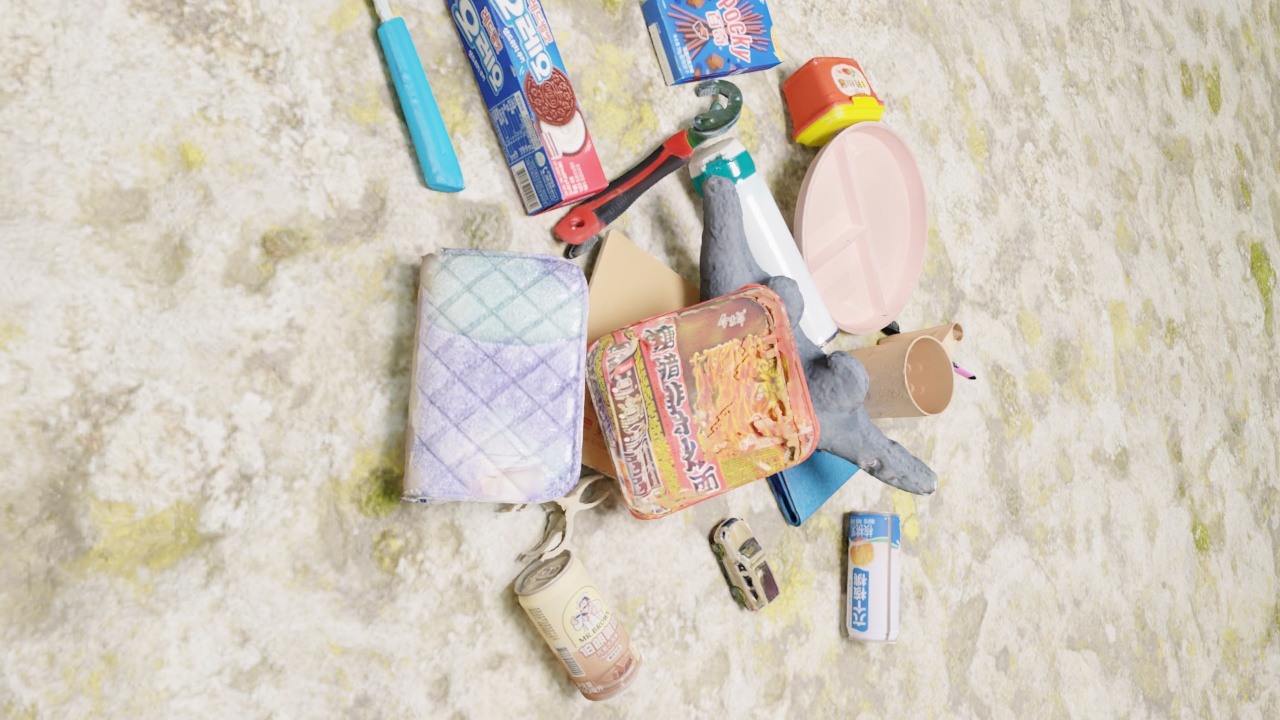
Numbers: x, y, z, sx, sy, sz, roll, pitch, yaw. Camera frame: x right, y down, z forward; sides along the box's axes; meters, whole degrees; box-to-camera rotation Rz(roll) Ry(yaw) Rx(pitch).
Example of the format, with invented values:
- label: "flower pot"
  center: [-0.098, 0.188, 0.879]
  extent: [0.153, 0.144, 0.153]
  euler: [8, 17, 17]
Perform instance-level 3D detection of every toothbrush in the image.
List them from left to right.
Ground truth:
- label: "toothbrush"
  center: [-0.010, -0.153, 0.856]
  extent: [0.188, 0.017, 0.014]
  euler: [-51, 123, -32]
- label: "toothbrush"
  center: [0.349, -0.012, 1.105]
  extent: [0.189, 0.014, 0.017]
  euler: [24, 57, -33]

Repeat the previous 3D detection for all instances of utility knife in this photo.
- label: "utility knife"
  center: [-0.186, -0.230, 0.734]
  extent: [0.034, 0.018, 0.199]
  euler: [-24, 98, -49]

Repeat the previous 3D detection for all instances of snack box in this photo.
- label: "snack box"
  center: [-0.098, -0.231, 0.775]
  extent: [0.058, 0.057, 0.207]
  euler: [-27, 99, -39]
- label: "snack box"
  center: [0.078, -0.334, 0.939]
  extent: [0.156, 0.026, 0.084]
  euler: [-22, 96, -37]
- label: "snack box"
  center: [0.206, -0.282, 1.000]
  extent: [0.091, 0.082, 0.080]
  euler: [-13, 78, -38]

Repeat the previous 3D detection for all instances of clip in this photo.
- label: "clip"
  center: [-0.074, 0.116, 0.759]
  extent: [0.092, 0.035, 0.102]
  euler: [50, 54, -22]

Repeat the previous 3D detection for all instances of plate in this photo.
- label: "plate"
  center: [0.243, -0.144, 1.008]
  extent: [0.229, 0.028, 0.229]
  euler: [-7, 101, -40]

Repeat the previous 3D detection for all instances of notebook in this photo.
- label: "notebook"
  center: [-0.005, 0.005, 0.833]
  extent: [0.147, 0.008, 0.207]
  euler: [30, 67, -36]

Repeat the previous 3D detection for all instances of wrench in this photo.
- label: "wrench"
  center: [0.017, -0.190, 0.864]
  extent: [0.056, 0.016, 0.272]
  euler: [31, 58, 19]

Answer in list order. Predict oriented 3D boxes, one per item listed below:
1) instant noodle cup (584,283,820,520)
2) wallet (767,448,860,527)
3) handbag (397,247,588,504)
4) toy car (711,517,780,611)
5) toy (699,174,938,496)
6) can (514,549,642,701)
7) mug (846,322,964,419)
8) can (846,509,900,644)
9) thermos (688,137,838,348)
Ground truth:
- label: "instant noodle cup"
  center: [0.049, 0.031, 0.792]
  extent: [0.188, 0.079, 0.164]
  euler: [-18, 100, -12]
- label: "wallet"
  center: [0.182, 0.093, 0.952]
  extent: [0.132, 0.040, 0.106]
  euler: [-34, 108, -36]
- label: "handbag"
  center: [-0.109, 0.016, 0.704]
  extent: [0.134, 0.076, 0.193]
  euler: [4, 79, -4]
- label: "toy car"
  center: [0.102, 0.193, 0.878]
  extent: [0.042, 0.035, 0.090]
  euler: [-32, 100, -37]
- label: "toy"
  center: [0.138, -0.002, 0.862]
  extent: [0.356, 0.138, 0.091]
  euler: [52, 44, -2]
- label: "can"
  center: [-0.050, 0.216, 0.746]
  extent: [0.058, 0.059, 0.116]
  euler: [-40, 107, -34]
- label: "mug"
  center: [0.279, 0.008, 0.992]
  extent: [0.084, 0.104, 0.124]
  euler: [53, 57, -19]
- label: "can"
  center: [0.246, 0.227, 0.968]
  extent: [0.053, 0.053, 0.134]
  euler: [12, 76, -35]
- label: "thermos"
  center: [0.121, -0.113, 0.917]
  extent: [0.073, 0.073, 0.224]
  euler: [-38, 105, -34]
